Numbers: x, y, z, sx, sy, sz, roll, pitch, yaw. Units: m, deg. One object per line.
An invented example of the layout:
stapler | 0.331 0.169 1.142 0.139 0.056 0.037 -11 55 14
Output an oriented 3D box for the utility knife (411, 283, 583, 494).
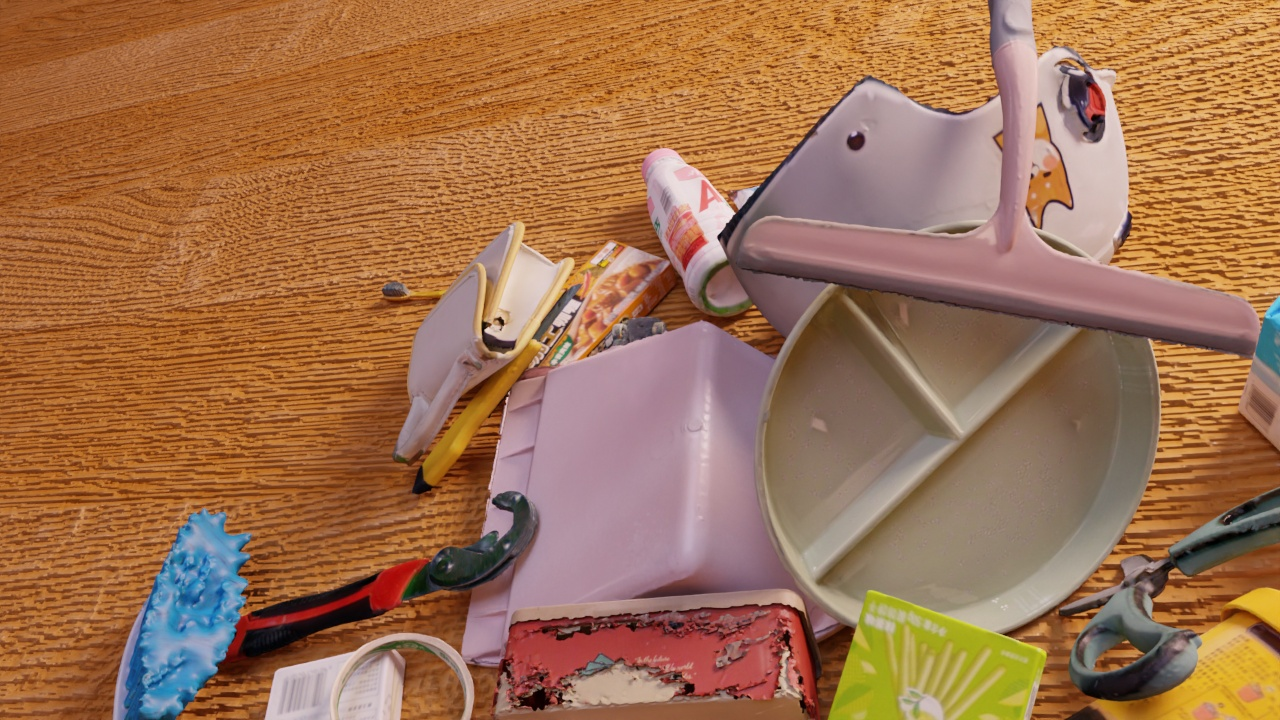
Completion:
utility knife | -0.106 0.022 0.688 0.209 0.015 0.033 -50 28 10

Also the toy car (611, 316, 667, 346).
toy car | -0.004 0.004 0.705 0.043 0.034 0.090 -4 49 22

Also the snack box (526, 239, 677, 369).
snack box | -0.045 -0.036 0.765 0.075 0.026 0.153 25 62 38

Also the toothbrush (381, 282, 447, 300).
toothbrush | -0.160 -0.066 0.845 0.192 0.018 0.016 0 51 22

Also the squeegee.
squeegee | 0.186 -0.141 0.464 0.247 0.040 0.249 9 67 1

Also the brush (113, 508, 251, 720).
brush | -0.323 0.249 0.589 0.110 0.060 0.313 -46 32 30

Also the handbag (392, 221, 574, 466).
handbag | -0.138 -0.007 0.699 0.164 0.063 0.178 -30 30 54

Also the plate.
plate | 0.167 0.041 0.487 0.230 0.230 0.027 -28 15 -4

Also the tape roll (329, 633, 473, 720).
tape roll | -0.145 0.209 0.562 0.085 0.014 0.085 9 43 -8

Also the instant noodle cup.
instant noodle cup | 0.251 0.176 0.388 0.114 0.118 0.118 -29 44 5

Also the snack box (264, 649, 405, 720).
snack box | -0.192 0.256 0.555 0.085 0.027 0.156 -15 45 8

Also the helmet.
helmet | 0.194 -0.071 0.584 0.273 0.231 0.156 -12 78 -23

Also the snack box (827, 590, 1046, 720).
snack box | 0.128 0.198 0.436 0.086 0.026 0.156 15 79 33

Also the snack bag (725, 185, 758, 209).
snack bag | 0.109 -0.124 0.783 0.048 0.026 0.104 -13 45 -6

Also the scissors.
scissors | 0.246 0.108 0.420 0.180 0.171 0.019 -28 78 -40

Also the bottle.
bottle | 0.046 -0.117 0.777 0.068 0.068 0.196 -24 42 0

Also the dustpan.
dustpan | 0.025 0.096 0.605 0.274 0.138 0.222 -23 49 42

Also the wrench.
wrench | -0.187 0.156 0.622 0.274 0.016 0.056 -25 46 16

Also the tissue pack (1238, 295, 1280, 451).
tissue pack | 0.387 0.025 0.484 0.063 0.090 0.140 -23 45 1

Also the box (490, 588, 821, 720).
box | 0.010 0.181 0.494 0.168 0.091 0.075 -9 42 15
